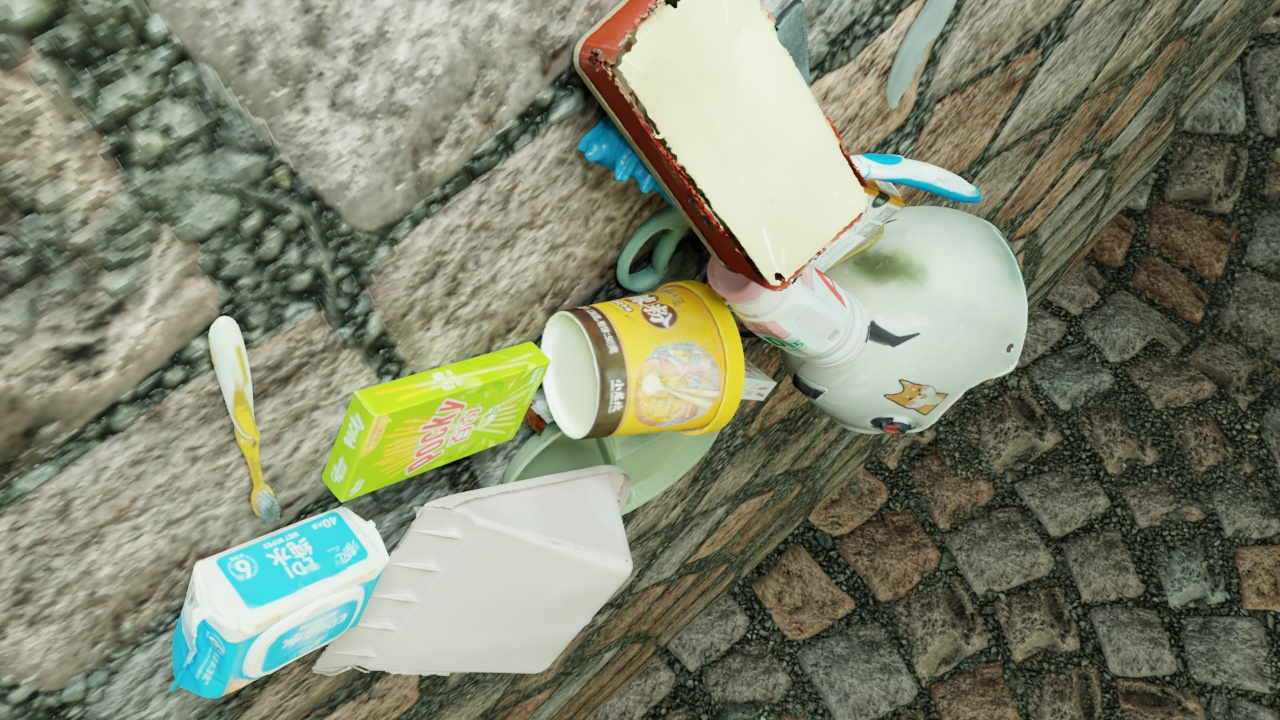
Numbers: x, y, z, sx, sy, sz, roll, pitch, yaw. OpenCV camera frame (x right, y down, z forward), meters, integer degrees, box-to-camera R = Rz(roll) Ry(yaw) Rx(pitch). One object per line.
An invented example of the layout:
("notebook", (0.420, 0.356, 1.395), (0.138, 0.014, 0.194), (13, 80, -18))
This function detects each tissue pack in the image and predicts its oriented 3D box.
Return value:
("tissue pack", (-0.240, 0.162, 0.614), (0.139, 0.063, 0.090), (-19, 148, -50))

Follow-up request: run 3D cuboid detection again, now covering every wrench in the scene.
("wrench", (0.090, -0.032, 0.889), (0.056, 0.016, 0.273), (-5, 178, 16))

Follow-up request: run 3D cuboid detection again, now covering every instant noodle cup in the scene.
("instant noodle cup", (-0.004, 0.004, 0.677), (0.114, 0.118, 0.119), (-8, 142, -30))

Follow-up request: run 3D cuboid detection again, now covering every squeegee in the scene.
("squeegee", (0.249, -0.298, 0.702), (0.246, 0.040, 0.250), (-50, 174, -42))

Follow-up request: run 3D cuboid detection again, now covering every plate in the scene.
("plate", (-0.027, 0.090, 0.860), (0.230, 0.027, 0.231), (-22, 148, -14))

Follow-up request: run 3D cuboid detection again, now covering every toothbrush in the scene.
("toothbrush", (-0.212, 0.040, 0.498), (0.016, 0.018, 0.192), (-33, 157, -33))

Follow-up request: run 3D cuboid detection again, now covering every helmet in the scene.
("helmet", (0.239, -0.048, 0.939), (0.156, 0.229, 0.275), (16, 146, -42))

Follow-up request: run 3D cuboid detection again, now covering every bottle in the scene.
("bottle", (0.113, -0.043, 0.691), (0.068, 0.068, 0.196), (-50, 149, 12))

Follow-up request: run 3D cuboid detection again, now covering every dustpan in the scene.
("dustpan", (-0.127, 0.169, 0.804), (0.273, 0.138, 0.223), (21, 122, -33))

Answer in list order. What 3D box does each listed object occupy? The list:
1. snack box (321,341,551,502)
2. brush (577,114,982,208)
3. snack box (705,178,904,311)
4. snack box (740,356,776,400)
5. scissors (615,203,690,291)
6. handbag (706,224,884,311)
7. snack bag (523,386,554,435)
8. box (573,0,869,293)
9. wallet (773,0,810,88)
("snack box", (-0.136, 0.039, 0.630), (0.156, 0.026, 0.086), (-18, 146, -50))
("brush", (0.111, -0.119, 0.604), (0.314, 0.060, 0.109), (18, 108, -37))
("snack box", (0.129, -0.090, 0.727), (0.075, 0.026, 0.154), (6, 142, -49))
("snack box", (0.069, 0.002, 0.866), (0.027, 0.085, 0.156), (-54, 158, 12))
("scissors", (0.065, -0.109, 0.677), (0.180, 0.019, 0.171), (-8, 149, -38))
("handbag", (0.121, -0.103, 0.822), (0.179, 0.063, 0.163), (-34, 162, 15))
("snack bag", (-0.053, 0.016, 0.743), (0.104, 0.026, 0.048), (-42, 151, -6))
("box", (0.052, -0.122, 0.486), (0.091, 0.076, 0.168), (-43, 122, -3))
("wallet", (0.072, -0.176, 0.627), (0.121, 0.019, 0.097), (-45, 159, -5))
